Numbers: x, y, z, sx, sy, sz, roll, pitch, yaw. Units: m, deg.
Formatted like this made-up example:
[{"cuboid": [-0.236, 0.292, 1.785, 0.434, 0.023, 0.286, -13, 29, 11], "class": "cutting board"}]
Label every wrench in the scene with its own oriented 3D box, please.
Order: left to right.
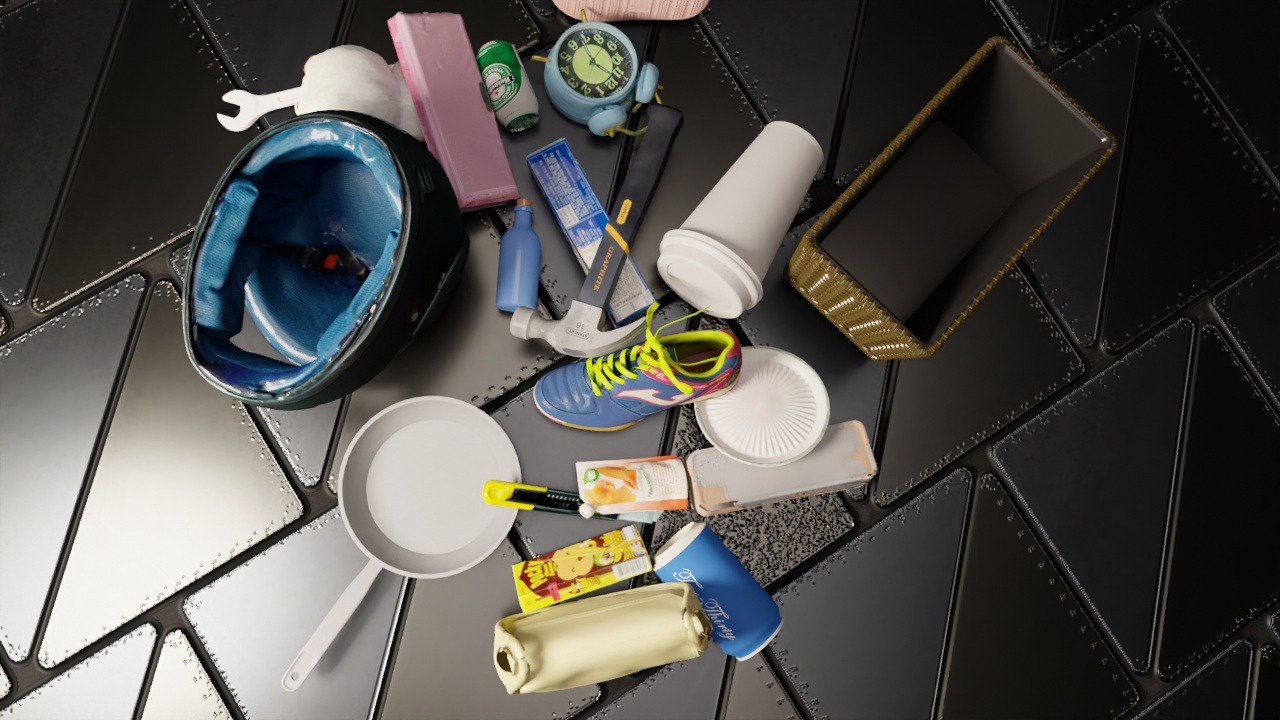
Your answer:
[{"cuboid": [-0.371, -0.329, 1.104, 0.273, 0.009, 0.047, -16, 84, -7], "class": "wrench"}]

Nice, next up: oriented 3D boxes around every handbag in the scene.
[{"cuboid": [-0.040, 0.295, 0.951, 0.233, 0.191, 0.088, -13, 81, 2], "class": "handbag"}]

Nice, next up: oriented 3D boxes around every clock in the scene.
[{"cuboid": [-0.044, -0.337, 1.107, 0.162, 0.060, 0.118, 40, 79, -2], "class": "clock"}]

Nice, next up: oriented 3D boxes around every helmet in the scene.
[{"cuboid": [-0.319, -0.096, 0.962, 0.249, 0.236, 0.316, 19, 83, -2], "class": "helmet"}]

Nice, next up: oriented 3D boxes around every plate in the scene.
[{"cuboid": [0.141, 0.053, 1.065, 0.157, 0.014, 0.156, -1, 60, 1], "class": "plate"}]

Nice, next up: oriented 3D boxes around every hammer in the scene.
[{"cuboid": [-0.026, -0.151, 1.029, 0.139, 0.035, 0.312, 17, 77, 11], "class": "hammer"}]

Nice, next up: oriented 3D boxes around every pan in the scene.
[{"cuboid": [-0.277, 0.205, 1.017, 0.201, 0.051, 0.356, 34, 81, 1], "class": "pan"}]

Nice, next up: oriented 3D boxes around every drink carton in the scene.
[{"cuboid": [-0.011, 0.142, 1.042, 0.122, 0.039, 0.069, -2, 57, -13], "class": "drink carton"}]

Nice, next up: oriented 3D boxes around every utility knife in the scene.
[{"cuboid": [-0.073, 0.162, 1.036, 0.213, 0.020, 0.028, 11, 83, -19], "class": "utility knife"}]

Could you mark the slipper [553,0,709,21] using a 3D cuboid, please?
[{"cuboid": [-0.011, -0.469, 1.116, 0.197, 0.093, 0.081, 1, 71, -5], "class": "slipper"}]

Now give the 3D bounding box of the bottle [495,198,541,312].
[{"cuboid": [-0.141, -0.124, 1.075, 0.048, 0.048, 0.131, 4, 82, -4], "class": "bottle"}]

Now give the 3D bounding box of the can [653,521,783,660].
[{"cuboid": [0.086, 0.256, 1.025, 0.079, 0.079, 0.146, -41, 87, -9], "class": "can"}]

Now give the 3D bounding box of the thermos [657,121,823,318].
[{"cuboid": [0.124, -0.170, 1.071, 0.131, 0.132, 0.221, 34, 73, 0], "class": "thermos"}]

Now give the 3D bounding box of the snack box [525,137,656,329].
[{"cuboid": [-0.058, -0.148, 1.080, 0.059, 0.059, 0.226, -29, 84, -5], "class": "snack box"}]

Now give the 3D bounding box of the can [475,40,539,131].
[{"cuboid": [-0.159, -0.330, 1.099, 0.053, 0.053, 0.101, -22, 84, -7], "class": "can"}]

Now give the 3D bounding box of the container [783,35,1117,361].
[{"cuboid": [0.323, -0.159, 1.036, 0.176, 0.205, 0.320, 43, 81, 2], "class": "container"}]

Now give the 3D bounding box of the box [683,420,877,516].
[{"cuboid": [0.161, 0.125, 1.064, 0.216, 0.063, 0.081, -10, 72, -6], "class": "box"}]

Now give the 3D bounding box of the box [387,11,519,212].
[{"cuboid": [-0.217, -0.289, 1.066, 0.098, 0.037, 0.233, -21, 94, -40], "class": "box"}]

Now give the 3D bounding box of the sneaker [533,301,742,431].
[{"cuboid": [-0.006, 0.007, 1.036, 0.242, 0.091, 0.116, -12, 66, -1], "class": "sneaker"}]

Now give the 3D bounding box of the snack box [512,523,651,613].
[{"cuboid": [-0.066, 0.231, 1.024, 0.149, 0.061, 0.026, -18, 117, -7], "class": "snack box"}]

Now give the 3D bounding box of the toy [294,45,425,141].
[{"cuboid": [-0.305, -0.294, 1.066, 0.179, 0.101, 0.139, -3, 95, -26], "class": "toy"}]
